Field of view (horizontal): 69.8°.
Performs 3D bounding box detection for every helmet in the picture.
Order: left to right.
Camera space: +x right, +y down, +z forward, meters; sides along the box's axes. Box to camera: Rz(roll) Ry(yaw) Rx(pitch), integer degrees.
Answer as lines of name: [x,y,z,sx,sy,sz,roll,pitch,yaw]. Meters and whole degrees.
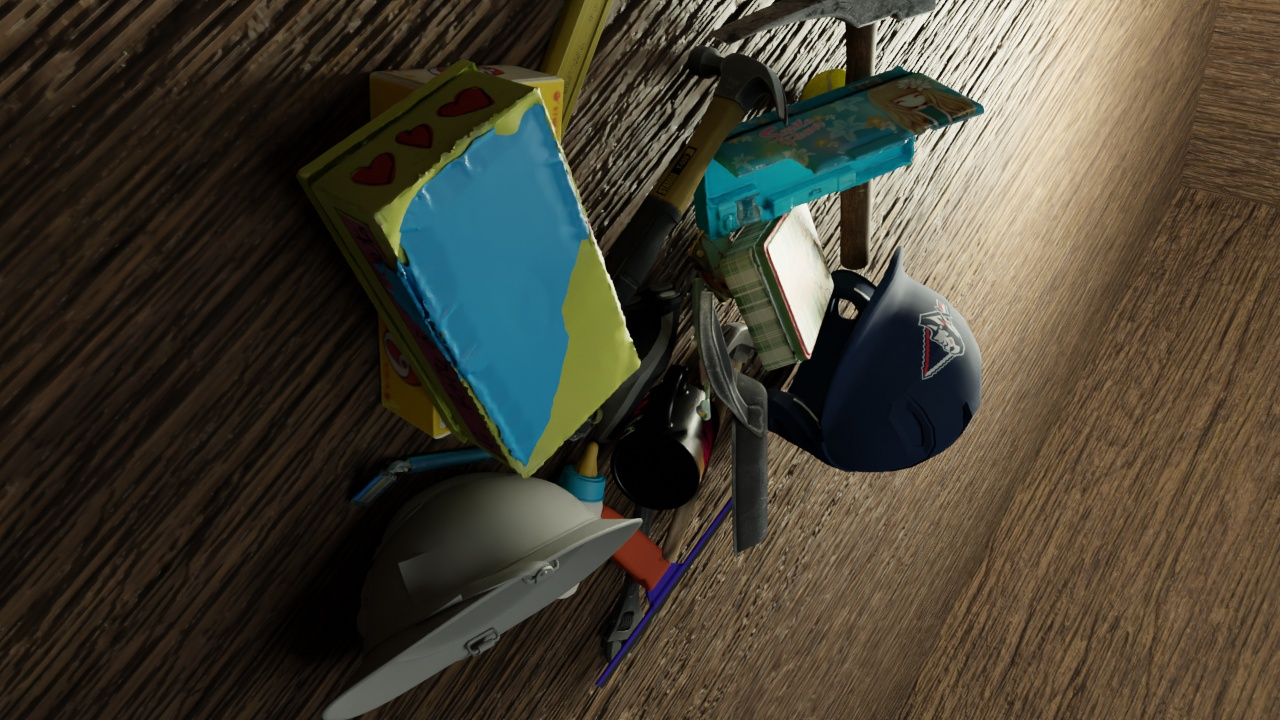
helmet: [-0.133,0.146,0.686,0.270,0.117,0.184,-23,159,-37]
helmet: [0.262,0.004,1.008,0.231,0.223,0.273,-56,152,-31]

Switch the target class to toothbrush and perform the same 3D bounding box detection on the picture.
toothbrush: [0.057,-0.015,0.856,0.022,0.015,0.154,81,7,-56]

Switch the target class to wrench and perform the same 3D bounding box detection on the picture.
wrench: [-0.037,-0.245,0.650,0.083,0.018,0.273,12,101,-56]
wrench: [-0.004,0.212,0.992,0.073,0.018,0.273,-15,120,-51]

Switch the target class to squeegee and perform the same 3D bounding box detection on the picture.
squeegee: [-0.009,0.191,0.925,0.249,0.055,0.185,-51,141,-15]

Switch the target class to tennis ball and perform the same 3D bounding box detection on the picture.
tennis ball: [0.194,-0.258,0.922,0.065,0.065,0.065,-32,134,-40]

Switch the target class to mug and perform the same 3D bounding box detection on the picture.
mug: [0.026,0.062,0.845,0.098,0.082,0.118,-59,157,-60]

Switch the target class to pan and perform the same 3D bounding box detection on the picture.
pan: [0.090,0.053,0.854,0.357,0.055,0.186,79,13,-54]

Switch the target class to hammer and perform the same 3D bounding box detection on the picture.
hammer: [0.005,-0.102,0.734,0.333,0.118,0.025,-58,141,-2]
hammer: [0.064,0.113,1.008,0.119,0.031,0.331,12,100,-55]
hammer: [0.177,-0.205,0.879,0.217,0.037,0.301,-22,130,-16]

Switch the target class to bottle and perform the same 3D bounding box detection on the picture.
bottle: [-0.062,0.141,0.830,0.051,0.051,0.146,1,109,-55]

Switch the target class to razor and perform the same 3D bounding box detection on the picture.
razor: [-0.154,0.078,0.693,0.042,0.022,0.143,-39,165,30]
razor: [-0.005,0.005,0.827,0.060,0.057,0.156,12,105,-14]

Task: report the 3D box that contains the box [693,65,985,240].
box: [0.169,-0.167,0.793,0.226,0.121,0.098,-23,130,-16]

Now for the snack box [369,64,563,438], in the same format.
snack box: [-0.114,-0.074,0.612,0.109,0.062,0.231,-24,129,-45]

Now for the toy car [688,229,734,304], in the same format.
toy car: [0.088,-0.090,0.898,0.047,0.047,0.112,-56,146,-8]

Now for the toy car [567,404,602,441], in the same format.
toy car: [-0.048,0.018,0.791,0.049,0.030,0.107,7,103,-57]

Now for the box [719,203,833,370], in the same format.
box: [0.137,-0.080,0.871,0.118,0.050,0.205,64,27,-13]

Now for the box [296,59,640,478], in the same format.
box: [-0.088,-0.047,0.541,0.124,0.081,0.221,-46,139,-22]
